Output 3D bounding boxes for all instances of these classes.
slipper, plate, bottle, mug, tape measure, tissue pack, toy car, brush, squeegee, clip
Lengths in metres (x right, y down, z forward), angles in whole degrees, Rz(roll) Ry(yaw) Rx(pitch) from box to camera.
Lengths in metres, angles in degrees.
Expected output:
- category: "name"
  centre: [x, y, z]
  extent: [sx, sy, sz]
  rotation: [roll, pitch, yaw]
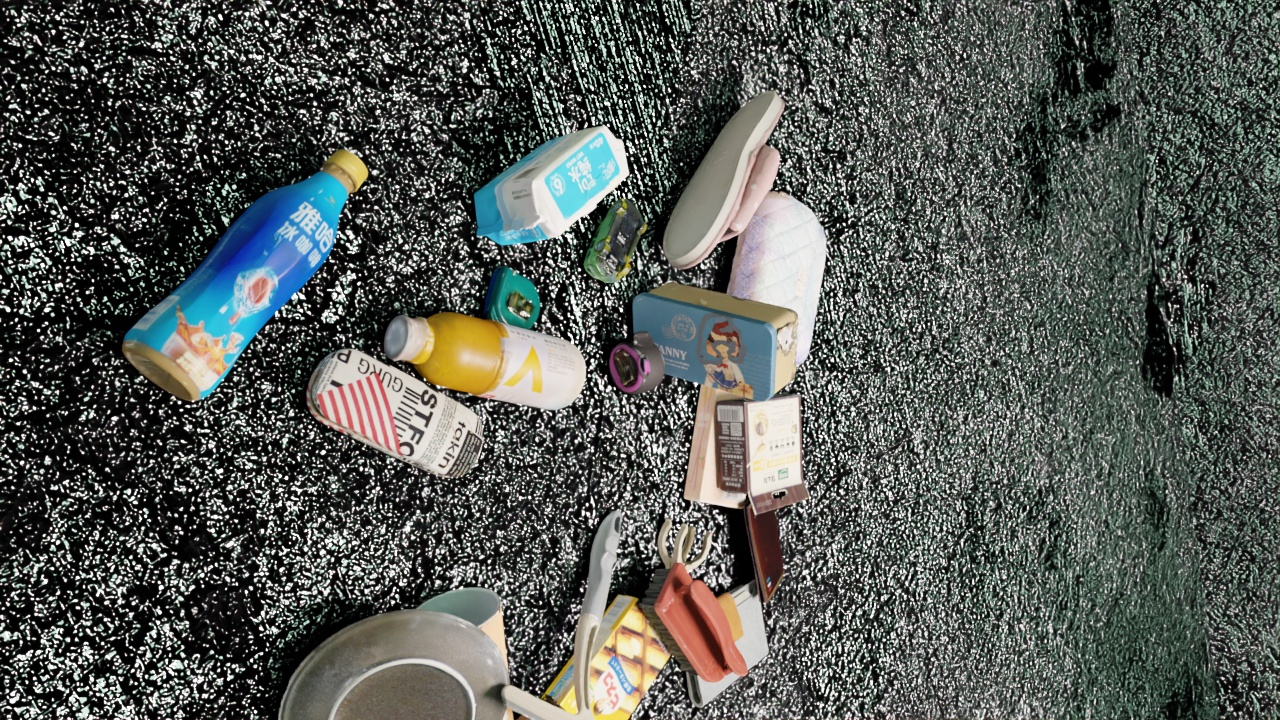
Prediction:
- category: "slipper"
  centre: [0.103, -0.197, 1.023]
  extent: [0.054, 0.114, 0.273]
  rotation: [41, 54, -24]
- category: "plate"
  centre: [-0.188, 0.279, 0.720]
  extent: [0.179, 0.024, 0.179]
  rotation: [-7, 108, -21]
- category: "bottle"
  centre: [-0.273, -0.071, 0.664]
  extent: [0.065, 0.065, 0.218]
  rotation: [51, 55, -32]
- category: "mug"
  centre: [-0.147, 0.269, 0.787]
  extent: [0.078, 0.078, 0.123]
  rotation: [-23, 110, -44]
- category: "tape measure"
  centre: [-0.006, 0.005, 0.944]
  extent: [0.039, 0.057, 0.058]
  rotation: [-13, 76, -44]
- category: "tissue pack"
  centre: [-0.081, -0.158, 0.844]
  extent: [0.139, 0.090, 0.063]
  rotation: [-47, 121, -36]
- category: "toy car"
  centre: [-0.027, -0.122, 0.938]
  extent: [0.043, 0.036, 0.091]
  rotation: [41, 63, -36]
- category: "tape measure"
  centre: [-0.118, -0.053, 0.852]
  extent: [0.054, 0.025, 0.058]
  rotation: [26, 72, -42]
- category: "brush"
  centre: [0.062, 0.284, 0.964]
  extent: [0.146, 0.069, 0.063]
  rotation: [61, 38, -26]
- category: "bottle"
  centre: [-0.133, -0.001, 0.805]
  extent: [0.189, 0.068, 0.068]
  rotation: [15, 79, -45]
- category: "squeegee"
  centre: [-0.045, 0.255, 0.882]
  extent: [0.246, 0.039, 0.246]
  rotation: [45, 36, -37]
- category: "clip"
  centre: [0.034, 0.217, 1.003]
  extent: [0.103, 0.035, 0.092]
  rotation: [-53, 129, -23]

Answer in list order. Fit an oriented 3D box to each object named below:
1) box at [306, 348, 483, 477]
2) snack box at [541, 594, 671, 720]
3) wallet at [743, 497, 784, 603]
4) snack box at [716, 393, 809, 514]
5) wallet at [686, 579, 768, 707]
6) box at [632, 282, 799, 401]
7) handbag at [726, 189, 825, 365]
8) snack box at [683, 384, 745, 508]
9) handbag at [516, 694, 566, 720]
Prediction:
- category: "box"
  centre: [-0.194, 0.045, 0.752]
  extent: [0.164, 0.057, 0.071]
  rotation: [32, 84, -41]
- category: "snack box"
  centre: [-0.032, 0.320, 0.934]
  extent: [0.140, 0.034, 0.087]
  rotation: [-46, 121, -34]
- category: "wallet"
  centre: [0.149, 0.217, 1.111]
  extent: [0.096, 0.020, 0.122]
  rotation: [-31, 112, -67]
- category: "snack box"
  centre: [0.143, 0.104, 1.060]
  extent: [0.113, 0.053, 0.125]
  rotation: [-4, 94, -47]
- category: "wallet"
  centre: [0.101, 0.324, 1.068]
  extent: [0.129, 0.037, 0.106]
  rotation: [-19, 104, -45]
- category: "box"
  centre: [0.070, -0.024, 0.946]
  extent: [0.059, 0.184, 0.090]
  rotation: [-33, 127, -48]
- category: "handbag"
  centre: [0.163, -0.097, 1.106]
  extent: [0.134, 0.076, 0.193]
  rotation: [23, 73, -43]
- category: "snack box"
  centre: [0.098, 0.090, 1.072]
  extent: [0.084, 0.026, 0.157]
  rotation: [19, 77, -45]
- category: "handbag"
  centre: [-0.110, 0.406, 0.810]
  extent: [0.203, 0.100, 0.148]
  rotation: [-34, 106, -41]
